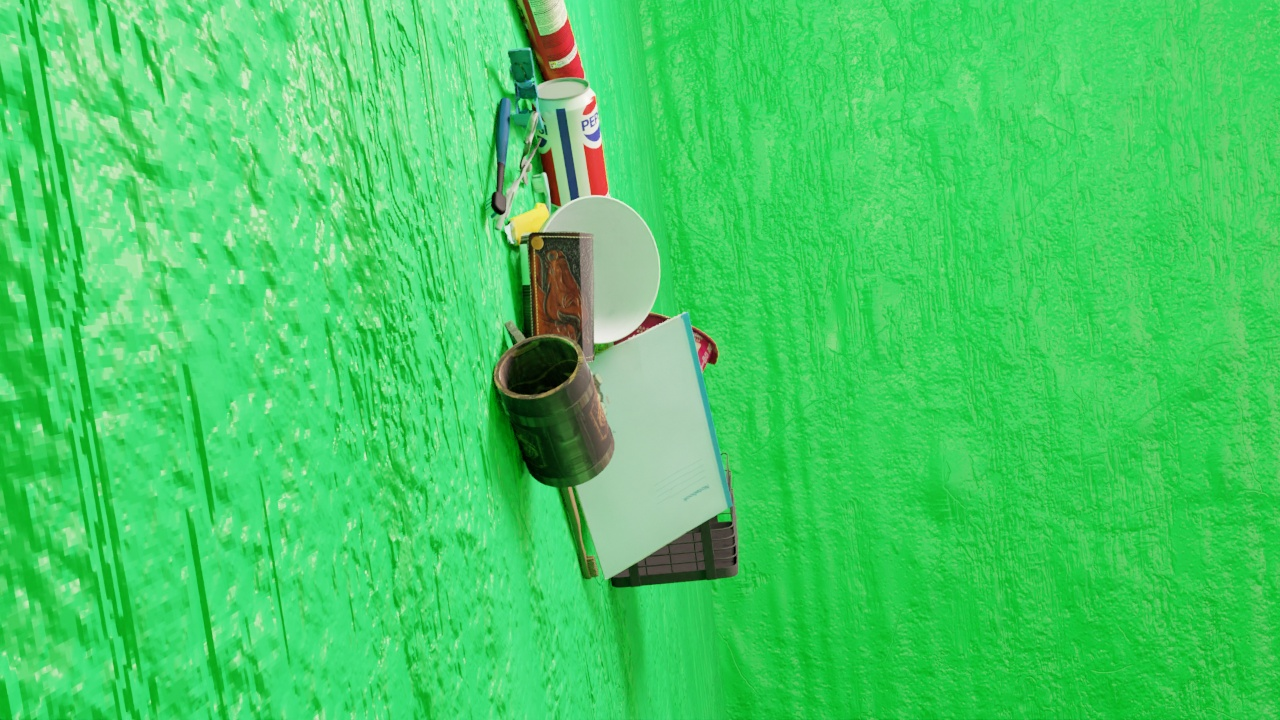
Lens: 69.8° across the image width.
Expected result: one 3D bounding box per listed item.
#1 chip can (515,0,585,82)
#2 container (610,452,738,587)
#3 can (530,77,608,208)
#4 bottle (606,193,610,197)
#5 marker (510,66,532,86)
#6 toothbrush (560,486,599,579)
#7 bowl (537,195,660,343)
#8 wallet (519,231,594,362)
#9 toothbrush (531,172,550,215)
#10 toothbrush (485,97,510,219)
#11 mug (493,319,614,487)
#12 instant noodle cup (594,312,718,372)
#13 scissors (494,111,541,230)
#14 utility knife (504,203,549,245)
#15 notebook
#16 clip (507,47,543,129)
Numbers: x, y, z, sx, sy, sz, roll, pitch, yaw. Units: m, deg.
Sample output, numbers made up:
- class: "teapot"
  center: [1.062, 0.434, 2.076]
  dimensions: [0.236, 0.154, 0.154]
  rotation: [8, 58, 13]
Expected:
- class: "chip can"
  center: [-0.107, -0.386, 1.023]
  dimensions: [0.215, 0.052, 0.051]
  rotation: [70, 15, -64]
- class: "container"
  center: [0.043, 0.199, 1.223]
  dimensions: [0.241, 0.163, 0.130]
  rotation: [-47, 129, -81]
- class: "can"
  center: [-0.077, -0.237, 1.015]
  dimensions: [0.070, 0.070, 0.132]
  rotation: [-88, 172, -53]
- class: "bottle"
  center: [-0.065, -0.194, 1.148]
  dimensions: [0.137, 0.062, 0.062]
  rotation: [33, 51, -81]
- class: "marker"
  center: [-0.120, -0.296, 1.001]
  dimensions: [0.141, 0.013, 0.013]
  rotation: [1, 82, -84]
- class: "toothbrush"
  center: [-0.067, 0.167, 0.957]
  dimensions: [0.016, 0.016, 0.167]
  rotation: [-90, 170, -58]
- class: "bowl"
  center: [-0.060, -0.090, 0.925]
  dimensions: [0.074, 0.143, 0.144]
  rotation: [6, -73, 56]
- class: "wallet"
  center: [-0.076, -0.058, 0.858]
  dimensions: [0.019, 0.072, 0.123]
  rotation: [7, -80, 57]
- class: "toothbrush"
  center: [-0.100, -0.136, 0.996]
  dimensions: [0.022, 0.017, 0.135]
  rotation: [-82, 166, -67]
- class: "toothbrush"
  center: [-0.124, -0.183, 0.815]
  dimensions: [0.014, 0.014, 0.167]
  rotation: [34, 36, -35]
- class: "mug"
  center: [-0.080, 0.032, 0.779]
  dimensions: [0.115, 0.080, 0.107]
  rotation: [50, -18, 44]
- class: "instant noodle cup"
  center: [-0.006, 0.006, 1.055]
  dimensions: [0.179, 0.179, 0.077]
  rotation: [65, 36, -70]
- class: "scissors"
  center: [-0.113, -0.170, 0.856]
  dimensions: [0.142, 0.014, 0.161]
  rotation: [118, -12, -65]
- class: "utility knife"
  center: [-0.109, -0.134, 0.897]
  dimensions: [0.164, 0.017, 0.030]
  rotation: [-74, 151, -75]
- class: "notebook"
  center: [0.005, 0.094, 0.988]
  dimensions: [0.009, 0.180, 0.254]
  rotation: [25, -44, 55]
- class: "clip"
  center: [-0.113, -0.276, 0.891]
  dimensions: [0.129, 0.031, 0.121]
  rotation: [-100, -178, -65]
